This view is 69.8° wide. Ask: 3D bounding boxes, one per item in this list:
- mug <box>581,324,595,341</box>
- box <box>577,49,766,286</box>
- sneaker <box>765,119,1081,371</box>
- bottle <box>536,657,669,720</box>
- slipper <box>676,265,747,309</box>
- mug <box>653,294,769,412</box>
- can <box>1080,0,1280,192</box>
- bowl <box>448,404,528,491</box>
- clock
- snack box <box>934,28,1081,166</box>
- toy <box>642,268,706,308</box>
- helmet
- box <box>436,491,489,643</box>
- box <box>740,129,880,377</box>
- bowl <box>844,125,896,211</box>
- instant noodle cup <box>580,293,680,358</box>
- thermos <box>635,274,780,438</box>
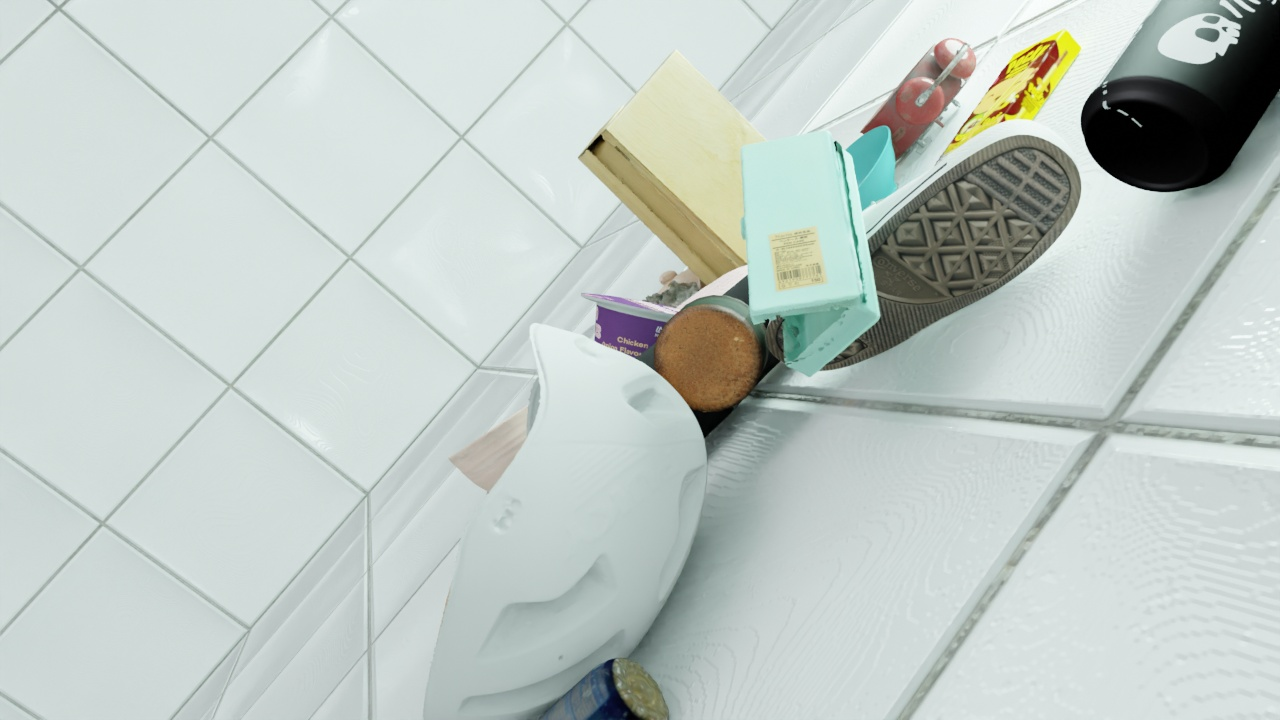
[{"bbox_3d":[-0.058,0.031,1.114,0.120,0.096,0.083,-44,13,19],"label":"mug"},{"bbox_3d":[0.063,-0.199,1.059,0.185,0.248,0.141,-34,20,48],"label":"box"},{"bbox_3d":[0.191,-0.085,0.647,0.246,0.091,0.097,-43,19,44],"label":"sneaker"},{"bbox_3d":[-0.053,0.246,0.549,0.161,0.056,0.056,-45,13,12],"label":"bottle"},{"bbox_3d":[0.071,-0.041,0.998,0.222,0.055,0.106,-32,17,24],"label":"slipper"},{"bbox_3d":[0.050,0.007,0.713,0.081,0.085,0.111,-38,-29,-77],"label":"mug"},{"bbox_3d":[0.316,-0.169,0.510,0.145,0.080,0.080,-51,13,-14],"label":"can"},{"bbox_3d":[-0.109,0.086,0.918,0.153,0.076,0.153,-34,1,1],"label":"bowl"},{"bbox_3d":[0.284,-0.258,0.910,0.109,0.062,0.157,-50,-1,-7],"label":"clock"},{"bbox_3d":[0.313,-0.216,0.784,0.148,0.025,0.061,-52,14,-16],"label":"snack box"},{"bbox_3d":[0.051,-0.077,1.144,0.133,0.076,0.175,-33,12,48],"label":"toy"},{"bbox_3d":[-0.063,0.122,0.634,0.281,0.184,0.225,-53,-16,-31],"label":"helmet"},{"bbox_3d":[-0.166,0.227,0.920,0.216,0.043,0.151,-85,15,-69],"label":"box"},{"bbox_3d":[0.100,-0.089,0.602,0.078,0.080,0.188,-44,27,38],"label":"box"},{"bbox_3d":[0.216,-0.167,0.903,0.121,0.046,0.121,-49,15,17],"label":"bowl"},{"bbox_3d":[-0.005,0.005,0.909,0.122,0.136,0.122,-151,71,-68],"label":"instant noodle cup"},{"bbox_3d":[0.077,-0.011,0.805,0.219,0.106,0.105,-41,13,7],"label":"thermos"}]
